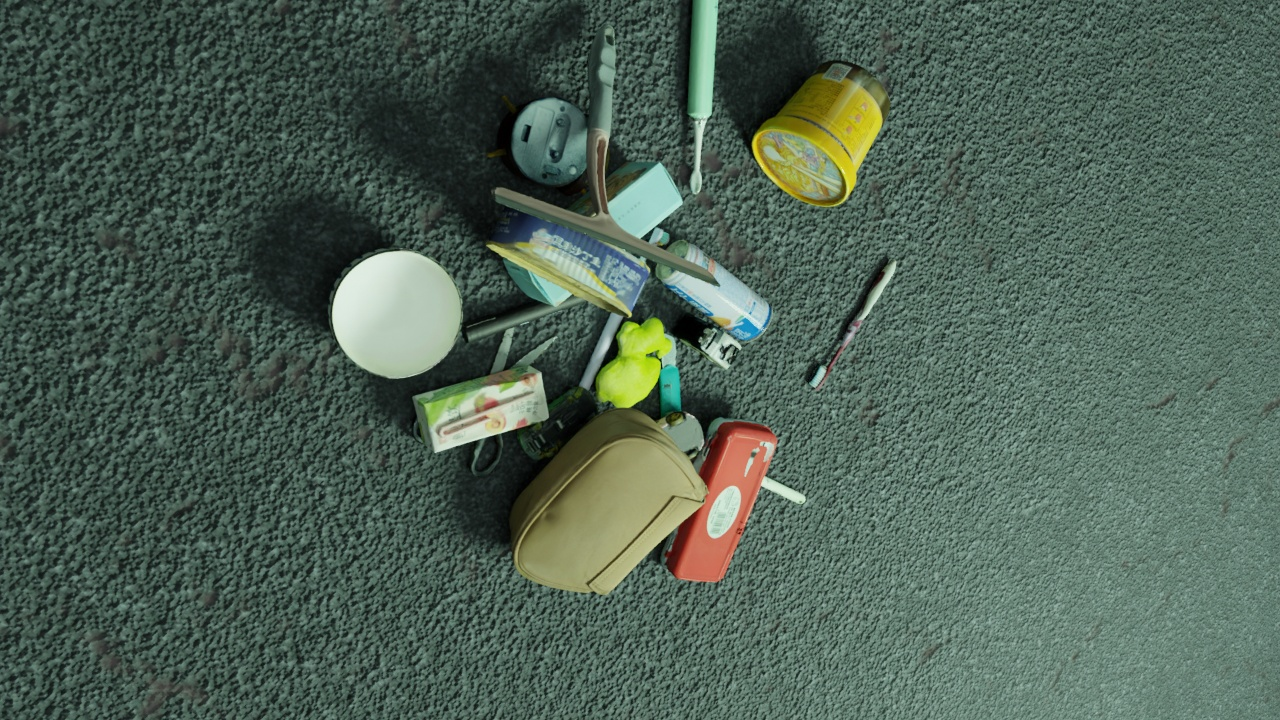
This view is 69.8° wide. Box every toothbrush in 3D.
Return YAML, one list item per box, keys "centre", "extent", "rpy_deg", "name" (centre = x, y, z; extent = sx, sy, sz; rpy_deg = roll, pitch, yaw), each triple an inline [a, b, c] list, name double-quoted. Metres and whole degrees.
- centre: [0.258, -0.046, 1.117]
  extent: [0.017, 0.016, 0.187]
  rpy_deg: [34, 86, -20]
  name: "toothbrush"
- centre: [0.129, 0.138, 1.094]
  extent: [0.189, 0.020, 0.029]
  rpy_deg: [26, 130, -31]
  name: "toothbrush"
- centre: [-0.019, -0.052, 0.969]
  extent: [0.021, 0.029, 0.189]
  rpy_deg: [27, 91, 10]
  name: "toothbrush"
- centre: [0.063, -0.286, 0.948]
  extent: [0.026, 0.027, 0.224]
  rpy_deg: [4, 103, 8]
  name: "toothbrush"

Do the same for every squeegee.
- centre: [-0.034, -0.202, 0.840]
  extent: [0.247, 0.040, 0.249]
  rpy_deg: [16, 61, -37]
  name: "squeegee"

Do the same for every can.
- centre: [0.080, -0.074, 0.995]
  extent: [0.134, 0.053, 0.053]
  rpy_deg: [34, 86, -30]
  name: "can"
- centre: [-0.062, -0.091, 0.818]
  extent: [0.148, 0.075, 0.049]
  rpy_deg: [27, 85, -25]
  name: "can"

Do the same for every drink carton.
- centre: [-0.154, 0.046, 0.893]
  extent: [0.122, 0.045, 0.053]
  rpy_deg: [-16, 107, -27]
  name: "drink carton"

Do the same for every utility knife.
- centre: [0.033, 0.060, 1.027]
  extent: [0.029, 0.013, 0.187]
  rpy_deg: [-11, 107, -25]
  name: "utility knife"

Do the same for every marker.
- centre: [-0.116, -0.048, 0.915]
  extent: [0.131, 0.020, 0.022]
  rpy_deg: [-21, 127, -24]
  name: "marker"

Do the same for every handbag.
- centre: [-0.038, 0.146, 0.947]
  extent: [0.147, 0.099, 0.205]
  rpy_deg: [37, 108, -24]
  name: "handbag"

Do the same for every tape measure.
- centre: [0.076, -0.019, 0.999]
  extent: [0.066, 0.066, 0.033]
  rpy_deg: [34, 90, -28]
  name: "tape measure"

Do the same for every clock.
- centre: [-0.082, -0.204, 0.877]
  extent: [0.121, 0.055, 0.082]
  rpy_deg: [13, 95, -30]
  name: "clock"

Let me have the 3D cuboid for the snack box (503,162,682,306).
- centre: [-0.047, -0.127, 0.903]
  extent: [0.174, 0.074, 0.051]
  rpy_deg: [-40, 117, -14]
  name: "snack box"

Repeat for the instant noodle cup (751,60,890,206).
- centre: [0.198, -0.247, 0.982]
  extent: [0.118, 0.119, 0.114]
  rpy_deg: [43, 74, -29]
  name: "instant noodle cup"

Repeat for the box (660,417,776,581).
- centre: [0.086, 0.159, 1.053]
  extent: [0.086, 0.047, 0.201]
  rpy_deg: [11, 108, -28]
  name: "box"

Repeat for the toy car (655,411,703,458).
- centre: [0.011, 0.098, 1.008]
  extent: [0.122, 0.037, 0.056]
  rpy_deg: [-27, 115, -10]
  name: "toy car"

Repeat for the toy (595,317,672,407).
- centre: [-0.006, 0.006, 0.979]
  extent: [0.096, 0.031, 0.100]
  rpy_deg: [-12, 115, -31]
  name: "toy"

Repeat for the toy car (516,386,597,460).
- centre: [-0.087, 0.063, 0.952]
  extent: [0.091, 0.036, 0.043]
  rpy_deg: [-36, 115, -14]
  name: "toy car"

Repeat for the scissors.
- centre: [-0.153, 0.037, 0.925]
  extent: [0.177, 0.014, 0.159]
  rpy_deg: [-18, 110, -24]
  name: "scissors"

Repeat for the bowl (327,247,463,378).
- centre: [-0.226, -0.047, 0.834]
  extent: [0.116, 0.066, 0.116]
  rpy_deg: [-7, 106, -25]
  name: "bowl"
